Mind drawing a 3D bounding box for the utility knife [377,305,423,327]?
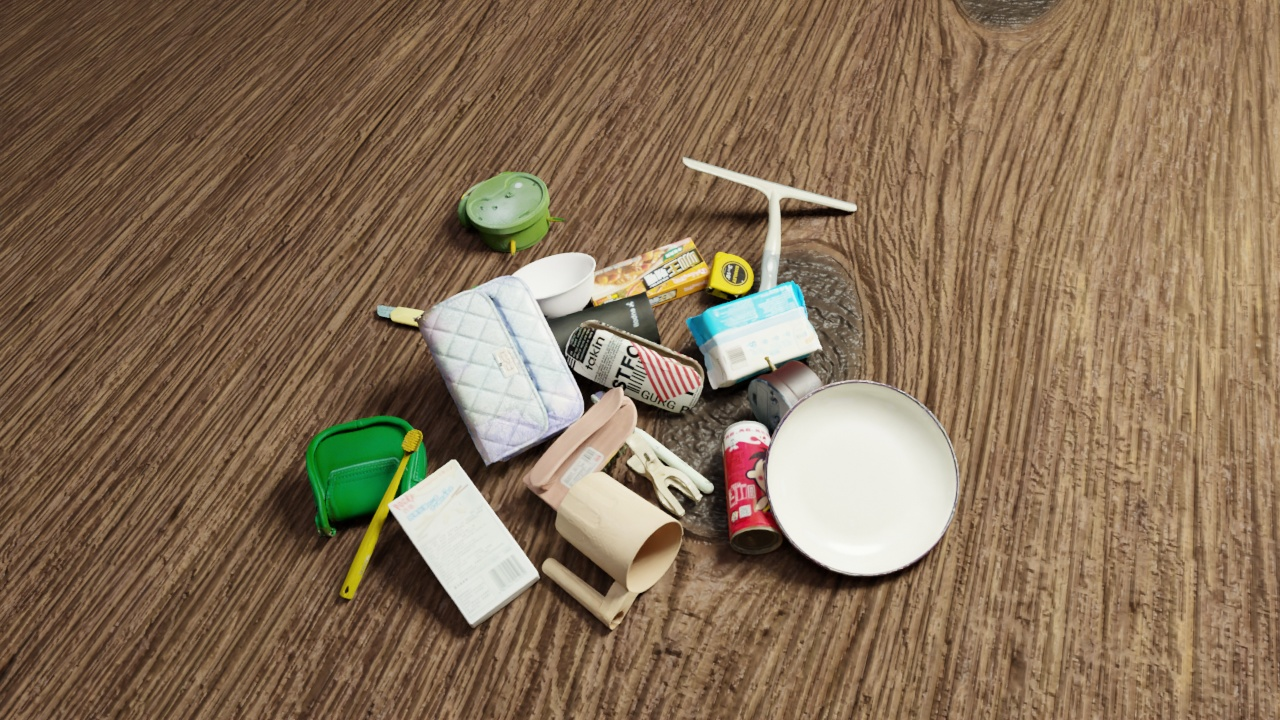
[{"bbox_3d":[-0.273,-0.054,1.204,0.178,0.019,0.030,14,50,14],"label":"utility knife"}]

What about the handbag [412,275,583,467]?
[{"bbox_3d":[-0.155,0.007,1.036,0.134,0.075,0.194,-27,84,-5],"label":"handbag"}]

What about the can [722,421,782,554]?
[{"bbox_3d":[0.115,0.130,0.953,0.053,0.053,0.132,-5,50,6],"label":"can"}]

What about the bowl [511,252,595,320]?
[{"bbox_3d":[-0.106,-0.080,1.156,0.118,0.065,0.118,-12,31,7],"label":"bowl"}]

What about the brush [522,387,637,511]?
[{"bbox_3d":[-0.059,0.094,0.993,0.063,0.073,0.145,34,74,32],"label":"brush"}]

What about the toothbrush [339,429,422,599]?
[{"bbox_3d":[-0.275,0.162,0.971,0.016,0.016,0.190,22,85,4],"label":"toothbrush"}]

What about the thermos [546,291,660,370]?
[{"bbox_3d":[-0.097,-0.007,1.110,0.242,0.068,0.090,-18,81,-1],"label":"thermos"}]

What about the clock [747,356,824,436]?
[{"bbox_3d":[0.170,0.052,0.991,0.055,0.082,0.122,-31,49,-23],"label":"clock"}]

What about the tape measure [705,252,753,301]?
[{"bbox_3d":[0.112,-0.103,1.156,0.057,0.029,0.059,17,63,-7],"label":"tape measure"}]

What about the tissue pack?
[{"bbox_3d":[0.133,-0.030,1.062,0.140,0.063,0.090,-20,81,-5],"label":"tissue pack"}]

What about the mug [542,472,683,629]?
[{"bbox_3d":[-0.033,0.189,0.926,0.103,0.084,0.124,31,88,32],"label":"mug"}]

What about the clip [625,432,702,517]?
[{"bbox_3d":[0.021,0.126,0.987,0.034,0.060,0.097,-40,66,-20],"label":"clip"}]

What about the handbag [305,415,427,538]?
[{"bbox_3d":[-0.303,0.129,1.024,0.131,0.068,0.120,-14,56,-2],"label":"handbag"}]

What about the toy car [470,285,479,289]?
[{"bbox_3d":[-0.190,-0.077,1.199,0.091,0.036,0.043,8,54,21],"label":"toy car"}]

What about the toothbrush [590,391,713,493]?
[{"bbox_3d":[0.012,0.091,1.029,0.189,0.029,0.020,38,107,32],"label":"toothbrush"}]

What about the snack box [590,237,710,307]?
[{"bbox_3d":[0.008,-0.103,1.186,0.153,0.026,0.075,-20,50,-6],"label":"snack box"}]

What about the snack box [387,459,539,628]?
[{"bbox_3d":[-0.183,0.188,0.951,0.084,0.027,0.157,-35,71,-17],"label":"snack box"}]

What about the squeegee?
[{"bbox_3d":[0.161,-0.136,1.146,0.246,0.039,0.246,13,63,-10],"label":"squeegee"}]

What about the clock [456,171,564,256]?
[{"bbox_3d":[-0.193,-0.215,1.299,0.116,0.056,0.161,-38,54,-20],"label":"clock"}]

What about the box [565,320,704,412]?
[{"bbox_3d":[-0.006,0.006,1.064,0.163,0.075,0.077,20,23,1],"label":"box"}]

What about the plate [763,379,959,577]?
[{"bbox_3d":[0.217,0.117,0.915,0.192,0.039,0.192,0,80,-1],"label":"plate"}]
